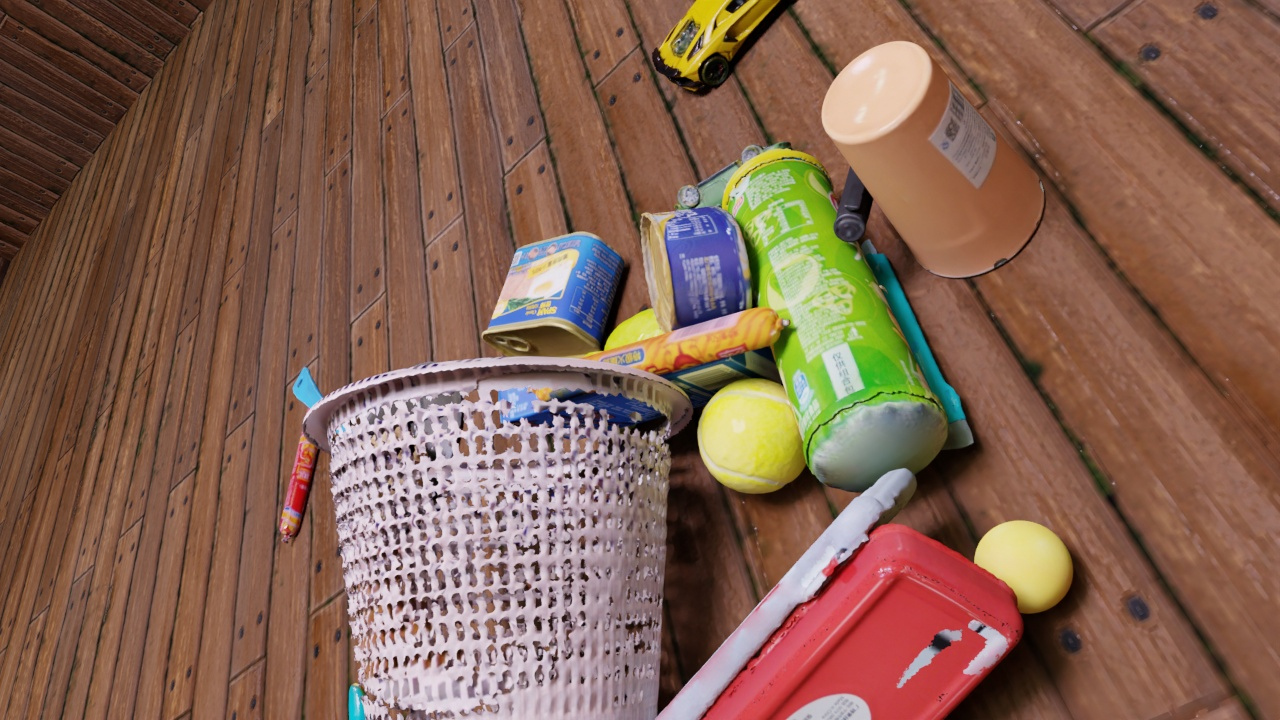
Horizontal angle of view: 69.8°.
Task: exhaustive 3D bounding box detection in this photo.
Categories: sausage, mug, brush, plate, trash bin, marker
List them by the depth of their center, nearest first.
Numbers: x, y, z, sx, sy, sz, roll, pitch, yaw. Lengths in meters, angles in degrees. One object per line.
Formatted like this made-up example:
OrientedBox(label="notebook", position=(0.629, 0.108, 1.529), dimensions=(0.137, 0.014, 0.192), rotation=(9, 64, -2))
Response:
OrientedBox(label="mug", position=(0.152, -0.106, 0.483), dimensions=(0.078, 0.122, 0.078), rotation=(-23, 52, 33))
OrientedBox(label="sausage", position=(0.005, -0.001, 0.505), dimensions=(0.165, 0.021, 0.021), rotation=(-15, 55, 27))
OrientedBox(label="trash bin", position=(-0.074, 0.123, 0.518), dimensions=(0.228, 0.227, 0.192), rotation=(-20, 65, 36))
OrientedBox(label="marker", position=(0.131, -0.109, 0.540), dimensions=(0.020, 0.022, 0.131), rotation=(3, 36, 20))
OrientedBox(label="brush", position=(-0.261, 0.061, 0.810), dimensions=(0.255, 0.046, 0.083), rotation=(30, 93, 45))
OrientedBox(label="plate", position=(-0.225, 0.080, 0.823), dimensions=(0.180, 0.024, 0.179), rotation=(-24, 51, 33))
OrientedBox(label="sausage", position=(-0.339, 0.109, 0.924), dimensions=(0.020, 0.020, 0.155), rotation=(-23, 52, 35))

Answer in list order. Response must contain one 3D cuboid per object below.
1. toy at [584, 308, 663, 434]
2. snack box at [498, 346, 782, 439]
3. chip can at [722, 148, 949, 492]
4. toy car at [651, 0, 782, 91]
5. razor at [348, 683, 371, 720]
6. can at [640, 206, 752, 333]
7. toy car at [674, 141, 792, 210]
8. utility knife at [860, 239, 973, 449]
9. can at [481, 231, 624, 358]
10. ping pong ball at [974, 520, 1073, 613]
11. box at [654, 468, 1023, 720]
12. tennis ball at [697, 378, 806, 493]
OrientedBox(label="toy", position=(-0.004, 0.004, 0.640), dimensions=(0.097, 0.031, 0.100), rotation=(30, 94, 40))
OrientedBox(label="snack box", position=(-0.001, 0.016, 0.568), dimensions=(0.157, 0.084, 0.026), rotation=(-17, 71, 26))
OrientedBox(label="chip can", position=(0.102, -0.029, 0.514), dimensions=(0.073, 0.072, 0.221), rotation=(-36, 41, 24))
OrientedBox(label="toy car", position=(0.075, -0.284, 0.736), dimensions=(0.156, 0.041, 0.071), rotation=(-44, 43, 15))
OrientedBox(label="razor", position=(-0.200, 0.298, 0.656), dimensions=(0.043, 0.028, 0.132), rotation=(-22, 53, 10))
OrientedBox(label="can", position=(0.032, -0.058, 0.578), dimensions=(0.049, 0.075, 0.148), rotation=(-9, 13, -3))
OrientedBox(label="toy car", position=(0.066, -0.121, 0.638), dimensions=(0.091, 0.043, 0.036), rotation=(-24, 92, 26))
OrientedBox(label="utility knife", position=(0.148, -0.012, 0.514), dimensions=(0.029, 0.013, 0.164), rotation=(-39, 41, 29))
OrientedBox(label="can", position=(-0.067, -0.047, 0.718), dimensions=(0.102, 0.057, 0.083), rotation=(-5, 60, 43))
OrientedBox(label="ping pong ball", position=(0.169, 0.091, 0.405), dimensions=(0.040, 0.040, 0.040), rotation=(-25, 50, 33))
OrientedBox(label="box", position=(0.074, 0.141, 0.434), dimensions=(0.202, 0.095, 0.098), rotation=(-56, 9, 22))
OrientedBox(label="tennis ball", position=(0.065, 0.043, 0.521), dimensions=(0.066, 0.065, 0.065), rotation=(-25, 50, 33))
